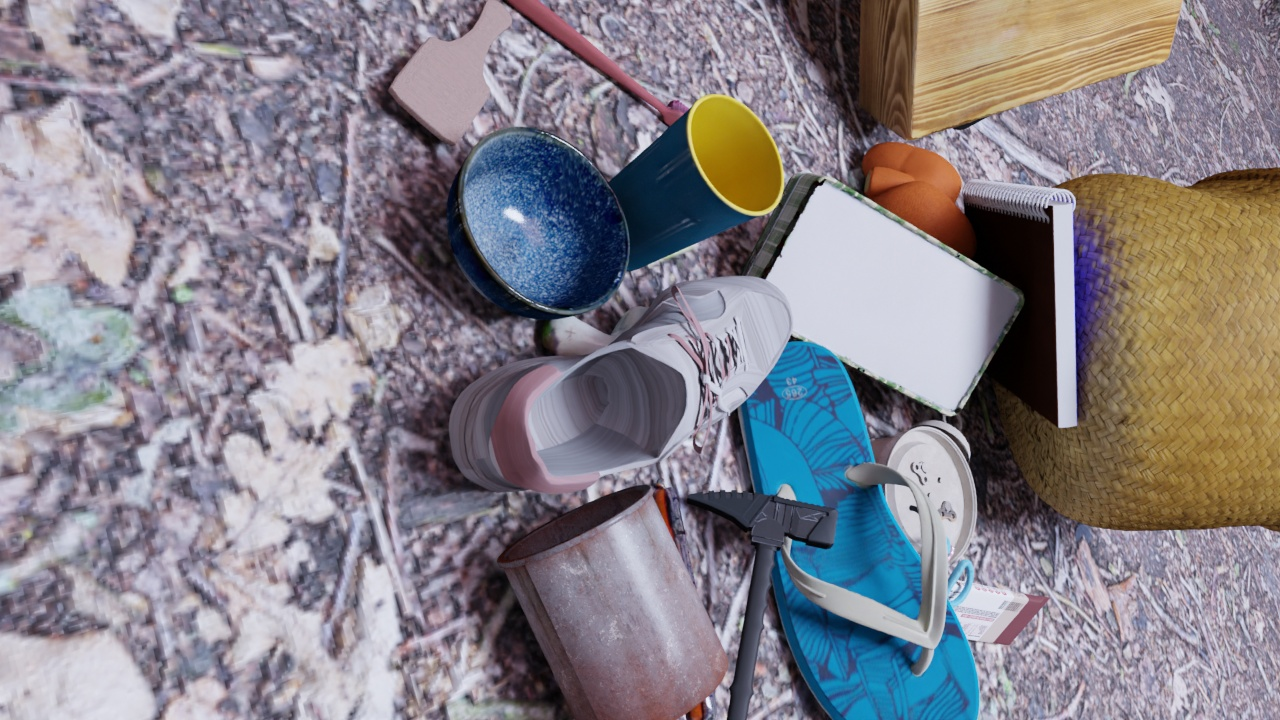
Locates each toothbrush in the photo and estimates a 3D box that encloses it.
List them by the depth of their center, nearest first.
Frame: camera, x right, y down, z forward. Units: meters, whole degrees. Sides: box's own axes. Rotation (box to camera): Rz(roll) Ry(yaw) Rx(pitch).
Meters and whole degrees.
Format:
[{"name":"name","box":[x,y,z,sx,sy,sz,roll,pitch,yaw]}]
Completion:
[{"name":"toothbrush","box":[-0.033,-0.220,0.655,0.189,0.016,0.016,30,52,-28]}]

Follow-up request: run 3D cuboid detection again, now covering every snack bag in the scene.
[{"name":"snack bag","box":[0.263,0.199,0.725,0.157,0.057,0.013,17,22,-34]}]

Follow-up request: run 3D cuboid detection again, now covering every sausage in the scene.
[{"name":"sausage","box":[0.025,0.143,0.549,0.020,0.020,0.155,9,60,-38]}]

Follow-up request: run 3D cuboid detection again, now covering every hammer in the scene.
[{"name":"hammer","box":[0.044,0.232,0.529,0.095,0.015,0.324,11,67,7]}]

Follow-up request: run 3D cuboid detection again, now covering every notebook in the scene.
[{"name":"notebook","box":[0.305,-0.058,0.750,0.209,0.022,0.172,-78,161,-76]}]

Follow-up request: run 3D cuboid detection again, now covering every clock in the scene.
[{"name":"clock","box":[0.212,0.093,0.711,0.103,0.061,0.156,51,56,-15]}]

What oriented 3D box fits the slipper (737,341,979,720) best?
[{"name":"slipper","box":[0.141,0.124,0.610,0.118,0.060,0.294,-17,79,-5]}]

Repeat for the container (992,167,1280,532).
[{"name":"container","box":[0.418,-0.005,0.759,0.196,0.307,0.306,-6,72,3]}]

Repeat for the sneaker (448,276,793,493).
[{"name":"sneaker","box":[0.015,0.012,0.512,0.235,0.090,0.099,-25,108,-29]}]

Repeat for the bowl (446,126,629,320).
[{"name":"bowl","box":[-0.069,-0.071,0.537,0.114,0.061,0.114,17,61,-34]}]

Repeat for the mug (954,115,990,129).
[{"name":"mug","box":[0.367,-0.310,0.975,0.078,0.088,0.113,43,51,-19]}]

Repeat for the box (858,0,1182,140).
[{"name":"box","box":[0.292,-0.433,0.857,0.279,0.287,0.336,-17,43,-8]}]

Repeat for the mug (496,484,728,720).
[{"name":"mug","box":[-0.010,0.130,0.501,0.122,0.096,0.110,-28,99,-73]}]

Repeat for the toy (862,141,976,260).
[{"name":"toy","box":[0.239,-0.117,0.792,0.112,0.096,0.175,37,31,-24]}]

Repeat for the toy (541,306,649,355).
[{"name":"toy","box":[-0.003,0.003,0.577,0.122,0.038,0.079,-9,87,-33]}]

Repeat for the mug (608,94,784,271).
[{"name":"mug","box":[0.020,-0.105,0.583,0.078,0.122,0.078,15,65,-35]}]

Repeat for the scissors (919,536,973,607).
[{"name":"scissors","box":[0.202,0.196,0.663,0.076,0.015,0.141,26,91,-37]}]

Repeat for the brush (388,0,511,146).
[{"name":"brush","box":[-0.113,-0.187,0.579,0.050,0.015,0.135,40,46,-23]}]

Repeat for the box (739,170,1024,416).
[{"name":"box","box":[0.178,-0.047,0.689,0.205,0.051,0.118,24,100,-18]}]
